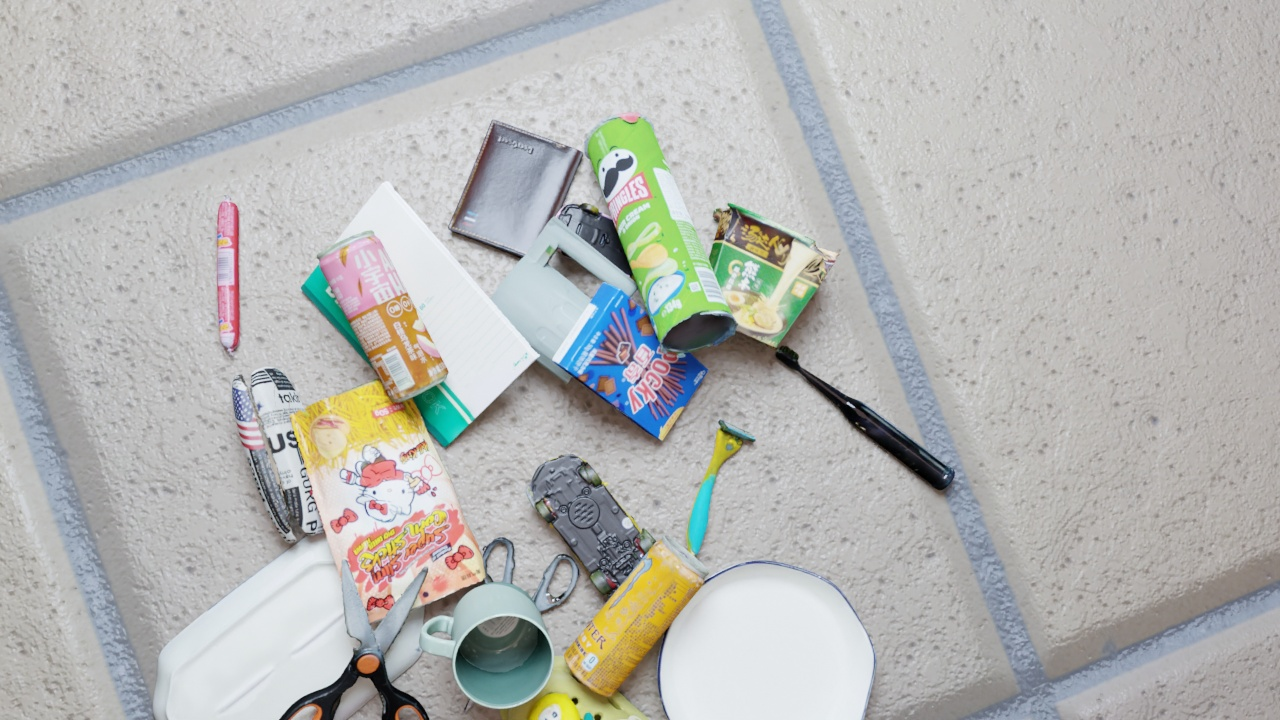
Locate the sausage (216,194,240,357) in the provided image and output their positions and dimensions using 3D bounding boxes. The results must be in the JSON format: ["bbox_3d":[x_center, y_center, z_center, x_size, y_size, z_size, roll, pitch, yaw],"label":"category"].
[{"bbox_3d":[-0.392,-0.081,0.871,0.020,0.020,0.156,-2,86,-5],"label":"sausage"}]

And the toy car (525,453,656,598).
[{"bbox_3d":[-0.043,0.155,0.872,0.071,0.041,0.156,-39,95,-6],"label":"toy car"}]

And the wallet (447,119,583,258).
[{"bbox_3d":[-0.122,-0.166,0.901,0.096,0.020,0.122,21,82,-3],"label":"wallet"}]

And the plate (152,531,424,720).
[{"bbox_3d":[-0.325,0.273,0.844,0.265,0.034,0.162,-37,90,-6],"label":"plate"}]

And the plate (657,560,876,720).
[{"bbox_3d":[0.117,0.292,0.875,0.205,0.045,0.204,0,85,-4],"label":"plate"}]

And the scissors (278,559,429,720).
[{"bbox_3d":[-0.243,0.287,0.822,0.221,0.022,0.224,-41,115,-4],"label":"scissors"}]

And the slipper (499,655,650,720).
[{"bbox_3d":[-0.040,0.348,0.841,0.190,0.082,0.091,36,81,-4],"label":"slipper"}]

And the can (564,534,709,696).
[{"bbox_3d":[-0.004,0.232,0.836,0.058,0.058,0.146,39,89,-1],"label":"can"}]

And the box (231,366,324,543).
[{"bbox_3d":[-0.343,0.090,0.841,0.079,0.074,0.163,-17,90,2],"label":"box"}]

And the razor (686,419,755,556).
[{"bbox_3d":[0.070,0.125,0.890,0.043,0.028,0.132,25,81,-34],"label":"razor"}]

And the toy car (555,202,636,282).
[{"bbox_3d":[-0.029,-0.111,0.896,0.122,0.037,0.056,22,83,-15],"label":"toy car"}]

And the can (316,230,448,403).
[{"bbox_3d":[-0.228,-0.038,0.815,0.058,0.058,0.147,-27,97,-6],"label":"can"}]

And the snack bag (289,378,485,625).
[{"bbox_3d":[-0.233,0.126,0.840,0.128,0.073,0.208,-20,86,-23],"label":"snack bag"}]

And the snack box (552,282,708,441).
[{"bbox_3d":[-0.005,0.005,0.845,0.157,0.026,0.084,40,81,-44],"label":"snack box"}]

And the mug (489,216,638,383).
[{"bbox_3d":[-0.075,-0.054,0.855,0.103,0.083,0.124,38,110,-3],"label":"mug"}]

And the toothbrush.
[{"bbox_3d":[0.220,0.054,0.910,0.212,0.026,0.027,38,49,0],"label":"toothbrush"}]

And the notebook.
[{"bbox_3d":[-0.207,-0.038,0.848,0.209,0.012,0.151,48,117,1],"label":"notebook"}]

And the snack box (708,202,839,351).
[{"bbox_3d":[0.107,-0.077,0.872,0.117,0.118,0.105,25,94,-3],"label":"snack box"}]

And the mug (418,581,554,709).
[{"bbox_3d":[-0.138,0.244,0.807,0.111,0.106,0.082,9,92,-14],"label":"mug"}]

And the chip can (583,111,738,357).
[{"bbox_3d":[0.015,-0.118,0.835,0.072,0.072,0.235,-17,63,-6],"label":"chip can"}]

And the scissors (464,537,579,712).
[{"bbox_3d":[-0.120,0.250,0.874,0.172,0.014,0.159,-29,89,-5],"label":"scissors"}]
